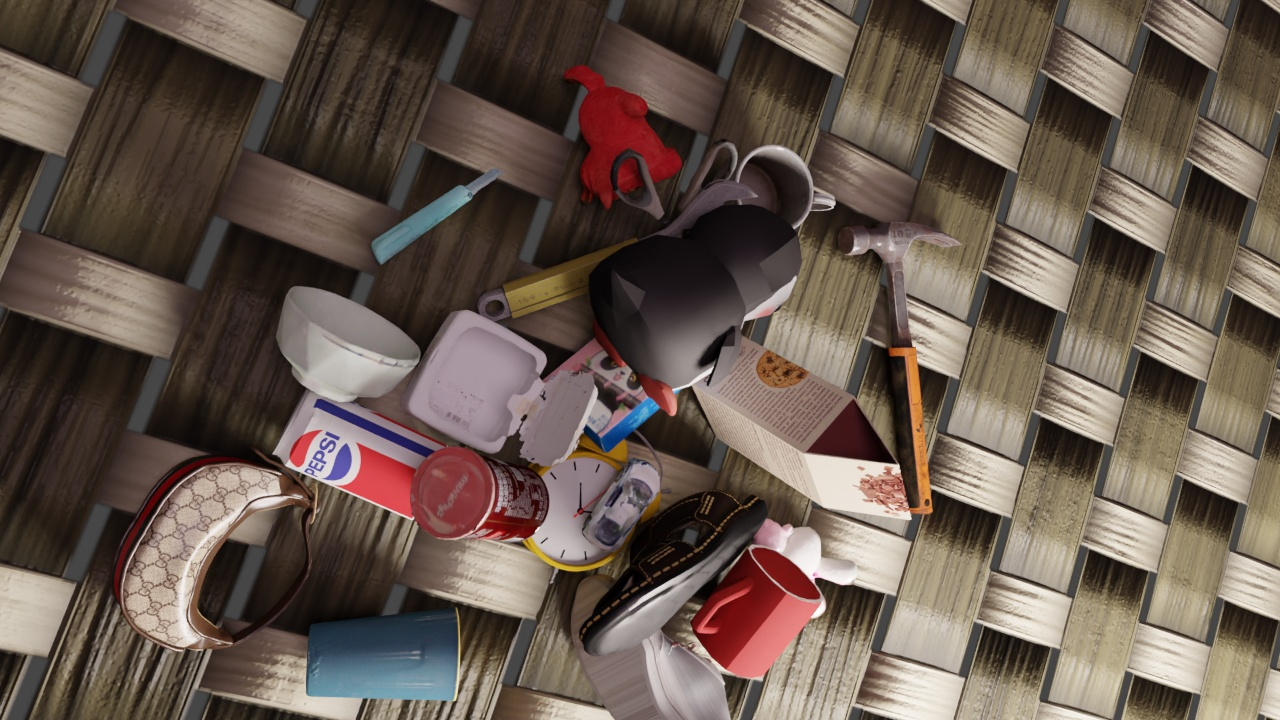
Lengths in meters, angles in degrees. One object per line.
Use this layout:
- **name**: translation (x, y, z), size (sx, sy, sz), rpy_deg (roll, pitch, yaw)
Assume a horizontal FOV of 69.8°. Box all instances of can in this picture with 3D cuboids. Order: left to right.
- **can**: translation (-0.231, 0.078, 0.771), size (0.132, 0.070, 0.070), rpy_deg (28, 81, -18)

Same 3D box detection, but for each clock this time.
- **clock**: translation (-0.048, 0.128, 0.851), size (0.151, 0.052, 0.113), rpy_deg (-38, 103, -12)

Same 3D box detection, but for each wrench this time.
- **wrench**: translation (-0.020, -0.093, 0.837), size (0.273, 0.018, 0.084), rpy_deg (-19, 126, -4)

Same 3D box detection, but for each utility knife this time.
- **utility knife**: translation (-0.180, -0.134, 0.817), size (0.141, 0.015, 0.022), rpy_deg (-39, 84, -16)

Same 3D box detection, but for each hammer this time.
- **hammer**: translation (0.294, 0.008, 0.987), size (0.137, 0.035, 0.314), rpy_deg (-8, 94, -20)

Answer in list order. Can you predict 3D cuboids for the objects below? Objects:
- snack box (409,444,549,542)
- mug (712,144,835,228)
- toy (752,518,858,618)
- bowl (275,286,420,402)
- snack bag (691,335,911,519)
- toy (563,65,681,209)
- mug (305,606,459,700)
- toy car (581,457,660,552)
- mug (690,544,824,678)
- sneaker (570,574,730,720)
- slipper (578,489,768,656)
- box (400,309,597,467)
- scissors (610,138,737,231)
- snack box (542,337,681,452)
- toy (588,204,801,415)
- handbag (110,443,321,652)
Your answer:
- **snack box**: translation (-0.129, 0.114, 0.758), size (0.072, 0.121, 0.072), rpy_deg (-4, 77, 16)
- **mug**: translation (0.130, -0.160, 0.903), size (0.113, 0.071, 0.084), rpy_deg (9, 87, -20)
- **toy**: translation (0.160, 0.207, 0.936), size (0.122, 0.038, 0.079), rpy_deg (42, 91, -15)
- **bowl**: translation (-0.245, -0.006, 0.750), size (0.117, 0.117, 0.061), rpy_deg (28, 99, -19)
- **snack bag**: translation (0.153, 0.068, 0.832), size (0.069, 0.206, 0.094), rpy_deg (-46, 140, -15)
- **toy**: translation (-0.036, -0.206, 0.839), size (0.094, 0.088, 0.133), rpy_deg (-36, 102, -6)
- **mug**: translation (-0.218, 0.251, 0.779), size (0.121, 0.078, 0.078), rpy_deg (2, 89, -15)
- **toy car**: translation (-0.015, 0.130, 0.820), size (0.038, 0.027, 0.089), rpy_deg (36, 86, -13)
- **mug**: translation (0.101, 0.234, 0.864), size (0.116, 0.080, 0.097), rpy_deg (21, 109, -46)
- **sneaker**: translation (0.024, 0.298, 0.862), size (0.089, 0.099, 0.236), rpy_deg (-20, 79, -52)
- **slipper**: translation (0.028, 0.173, 0.819), size (0.076, 0.113, 0.267), rpy_deg (41, 32, 18)
- **box**: translation (-0.112, 0.034, 0.784), size (0.151, 0.132, 0.107), rpy_deg (31, 82, -17)
- **scissors**: translation (0.030, -0.142, 0.849), size (0.157, 0.012, 0.171), rpy_deg (-40, 136, 3)
- **snack box**: translation (-0.005, 0.005, 0.849), size (0.154, 0.033, 0.088), rpy_deg (-41, 60, -16)
- **toy**: translation (0.054, -0.071, 0.780), size (0.183, 0.159, 0.140), rpy_deg (-34, 143, -15)
- **handbag**: translation (-0.337, 0.153, 0.746), size (0.138, 0.063, 0.166), rpy_deg (35, 75, -34)
